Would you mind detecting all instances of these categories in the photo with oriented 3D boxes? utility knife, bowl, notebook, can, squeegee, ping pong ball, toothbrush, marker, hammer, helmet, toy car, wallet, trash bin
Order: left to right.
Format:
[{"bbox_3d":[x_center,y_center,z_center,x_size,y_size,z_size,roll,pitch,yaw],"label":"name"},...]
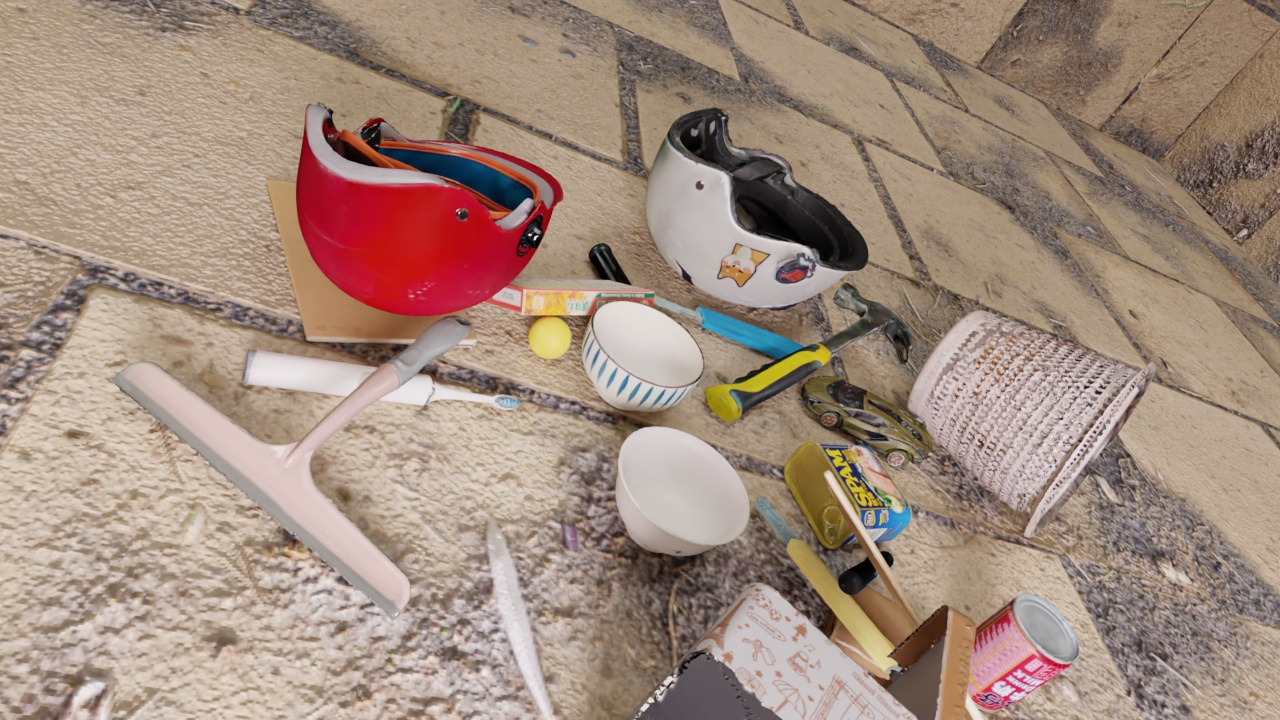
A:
[{"bbox_3d":[-0.250,-0.091,0.844,0.149,0.012,0.211,1,46,-35],"label":"notebook"},{"bbox_3d":[-0.196,0.021,0.687,0.247,0.040,0.248,39,41,2],"label":"squeegee"},{"bbox_3d":[-0.199,0.021,0.735,0.220,0.027,0.026,10,0,-29],"label":"toothbrush"},{"bbox_3d":[-0.185,-0.117,0.792,0.207,0.144,0.239,30,20,22],"label":"helmet"},{"bbox_3d":[-0.085,-0.022,0.859,0.040,0.040,0.040,20,37,-16],"label":"ping pong ball"},{"bbox_3d":[-0.005,0.005,0.866,0.116,0.066,0.116,20,37,-16],"label":"bowl"},{"bbox_3d":[-0.003,-0.044,0.964,0.027,0.026,0.212,-23,57,-9],"label":"toothbrush"},{"bbox_3d":[0.022,0.119,0.751,0.118,0.065,0.118,21,36,-16],"label":"bowl"},{"bbox_3d":[0.100,-0.037,1.036,0.204,0.018,0.034,21,39,-19],"label":"utility knife"},{"bbox_3d":[0.114,-0.152,1.070,0.274,0.157,0.229,29,32,-23],"label":"helmet"},{"bbox_3d":[0.192,-0.003,1.016,0.126,0.032,0.322,39,42,27],"label":"hammer"},{"bbox_3d":[0.158,0.186,0.775,0.030,0.021,0.206,0,42,-39],"label":"utility knife"},{"bbox_3d":[0.200,0.128,0.884,0.083,0.057,0.102,5,44,-37],"label":"can"},{"bbox_3d":[0.250,0.063,1.015,0.158,0.042,0.070,27,35,-3],"label":"toy car"},{"bbox_3d":[0.200,0.185,0.811,0.022,0.020,0.131,27,10,25],"label":"marker"},{"bbox_3d":[0.213,0.241,0.780,0.115,0.033,0.090,33,32,2],"label":"wallet"},{"bbox_3d":[0.203,0.188,0.706,0.207,0.008,0.148,61,5,26],"label":"notebook"},{"bbox_3d":[0.318,0.253,0.789,0.066,0.094,0.066,21,37,-17],"label":"can"},{"bbox_3d":[0.421,0.052,1.030,0.192,0.228,0.226,37,34,29],"label":"trash bin"}]

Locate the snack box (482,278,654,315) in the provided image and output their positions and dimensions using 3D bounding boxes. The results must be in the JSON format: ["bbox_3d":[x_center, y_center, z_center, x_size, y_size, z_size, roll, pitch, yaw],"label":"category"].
[{"bbox_3d":[-0.069,-0.063,0.902,0.155,0.027,0.077,-3,14,-39],"label":"snack box"}]

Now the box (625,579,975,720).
[{"bbox_3d":[0.099,0.223,0.583,0.157,0.184,0.192,41,35,11],"label":"box"}]
